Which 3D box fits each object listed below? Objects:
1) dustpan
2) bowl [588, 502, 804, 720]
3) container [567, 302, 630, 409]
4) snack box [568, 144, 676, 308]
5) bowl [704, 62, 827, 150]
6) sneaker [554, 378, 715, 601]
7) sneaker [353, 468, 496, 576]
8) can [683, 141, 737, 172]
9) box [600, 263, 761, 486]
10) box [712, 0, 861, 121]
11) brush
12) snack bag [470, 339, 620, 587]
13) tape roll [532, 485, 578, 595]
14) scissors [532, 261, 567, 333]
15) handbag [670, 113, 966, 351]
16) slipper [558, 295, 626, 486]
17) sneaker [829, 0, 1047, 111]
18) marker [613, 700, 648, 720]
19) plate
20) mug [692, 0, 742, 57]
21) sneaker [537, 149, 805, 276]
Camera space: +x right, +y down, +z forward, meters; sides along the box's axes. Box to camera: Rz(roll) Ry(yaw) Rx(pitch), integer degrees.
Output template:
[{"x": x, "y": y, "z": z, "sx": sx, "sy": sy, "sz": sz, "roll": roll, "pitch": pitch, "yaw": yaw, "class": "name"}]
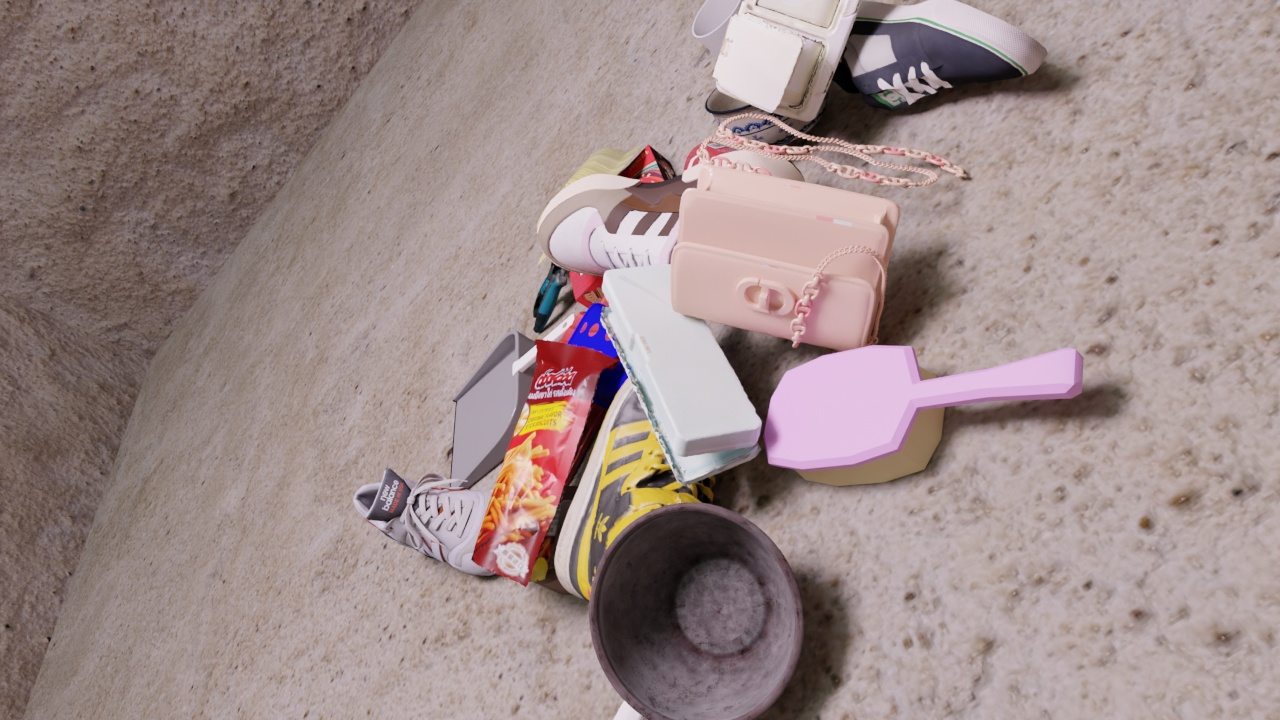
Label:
[{"x": -0.150, "y": 0.031, "z": 1.051, "sx": 0.258, "sy": 0.033, "sz": 0.163, "roll": -38, "pitch": 37, "yaw": 28, "class": "dustpan"}, {"x": 0.045, "y": 0.169, "z": 0.619, "sx": 0.145, "sy": 0.067, "sz": 0.145, "roll": -3, "pitch": 81, "yaw": 21, "class": "bowl"}, {"x": -0.005, "y": 0.005, "z": 0.836, "sx": 0.114, "sy": 0.084, "sz": 0.085, "roll": 15, "pitch": 75, "yaw": 55, "class": "container"}, {"x": -0.018, "y": -0.147, "z": 1.022, "sx": 0.152, "sy": 0.036, "sz": 0.132, "roll": -43, "pitch": 35, "yaw": 21, "class": "snack box"}, {"x": 0.126, "y": -0.242, "z": 0.874, "sx": 0.116, "sy": 0.059, "sz": 0.115, "roll": -24, "pitch": 30, "yaw": 15, "class": "bowl"}, {"x": 0.024, "y": 0.090, "z": 0.723, "sx": 0.122, "sy": 0.086, "sz": 0.238, "roll": 10, "pitch": 73, "yaw": 58, "class": "sneaker"}, {"x": -0.216, "y": 0.161, "z": 0.946, "sx": 0.240, "sy": 0.124, "sz": 0.088, "roll": -12, "pitch": 54, "yaw": 48, "class": "sneaker"}, {"x": 0.085, "y": -0.181, "z": 0.899, "sx": 0.054, "sy": 0.054, "sz": 0.096, "roll": -55, "pitch": 33, "yaw": 4, "class": "can"}, {"x": 0.028, "y": -0.001, "z": 0.712, "sx": 0.086, "sy": 0.072, "sz": 0.198, "roll": -32, "pitch": 48, "yaw": 6, "class": "box"}, {"x": 0.084, "y": -0.286, "z": 0.751, "sx": 0.080, "sy": 0.182, "sz": 0.144, "roll": -63, "pitch": -9, "yaw": -63, "class": "box"}, {"x": 0.181, "y": 0.031, "z": 0.604, "sx": 0.229, "sy": 0.043, "sz": 0.089, "roll": -14, "pitch": 52, "yaw": 47, "class": "brush"}, {"x": -0.086, "y": 0.086, "z": 0.810, "sx": 0.139, "sy": 0.066, "sz": 0.207, "roll": 9, "pitch": 77, "yaw": 61, "class": "snack bag"}, {"x": -0.065, "y": 0.162, "z": 0.832, "sx": 0.094, "sy": 0.030, "sz": 0.093, "roll": -33, "pitch": 40, "yaw": 33, "class": "tape roll"}, {"x": -0.102, "y": -0.093, "z": 1.058, "sx": 0.135, "sy": 0.019, "sz": 0.130, "roll": -163, "pitch": 80, "yaw": -67, "class": "scissors"}, {"x": 0.133, "y": -0.096, "z": 0.717, "sx": 0.199, "sy": 0.117, "sz": 0.186, "roll": 14, "pitch": 37, "yaw": 16, "class": "handbag"}, {"x": -0.067, "y": 0.017, "z": 0.931, "sx": 0.104, "sy": 0.059, "sz": 0.248, "roll": 17, "pitch": 78, "yaw": 56, "class": "slipper"}, {"x": 0.226, "y": -0.238, "z": 0.742, "sx": 0.079, "sy": 0.084, "sz": 0.235, "roll": -62, "pitch": 26, "yaw": 10, "class": "sneaker"}, {"x": 0.004, "y": 0.246, "z": 0.676, "sx": 0.025, "sy": 0.025, "sz": 0.126, "roll": 23, "pitch": 82, "yaw": 57, "class": "marker"}, {"x": -0.073, "y": -0.193, "z": 1.066, "sx": 0.184, "sy": 0.036, "sz": 0.184, "roll": -48, "pitch": 10, "yaw": 11, "class": "plate"}, {"x": 0.123, "y": -0.346, "z": 0.952, "sx": 0.107, "sy": 0.089, "sz": 0.071, "roll": -23, "pitch": 46, "yaw": 41, "class": "mug"}, {"x": 0.009, "y": -0.104, "z": 0.852, "sx": 0.294, "sy": 0.112, "sz": 0.116, "roll": -2, "pitch": 46, "yaw": 35, "class": "sneaker"}]
